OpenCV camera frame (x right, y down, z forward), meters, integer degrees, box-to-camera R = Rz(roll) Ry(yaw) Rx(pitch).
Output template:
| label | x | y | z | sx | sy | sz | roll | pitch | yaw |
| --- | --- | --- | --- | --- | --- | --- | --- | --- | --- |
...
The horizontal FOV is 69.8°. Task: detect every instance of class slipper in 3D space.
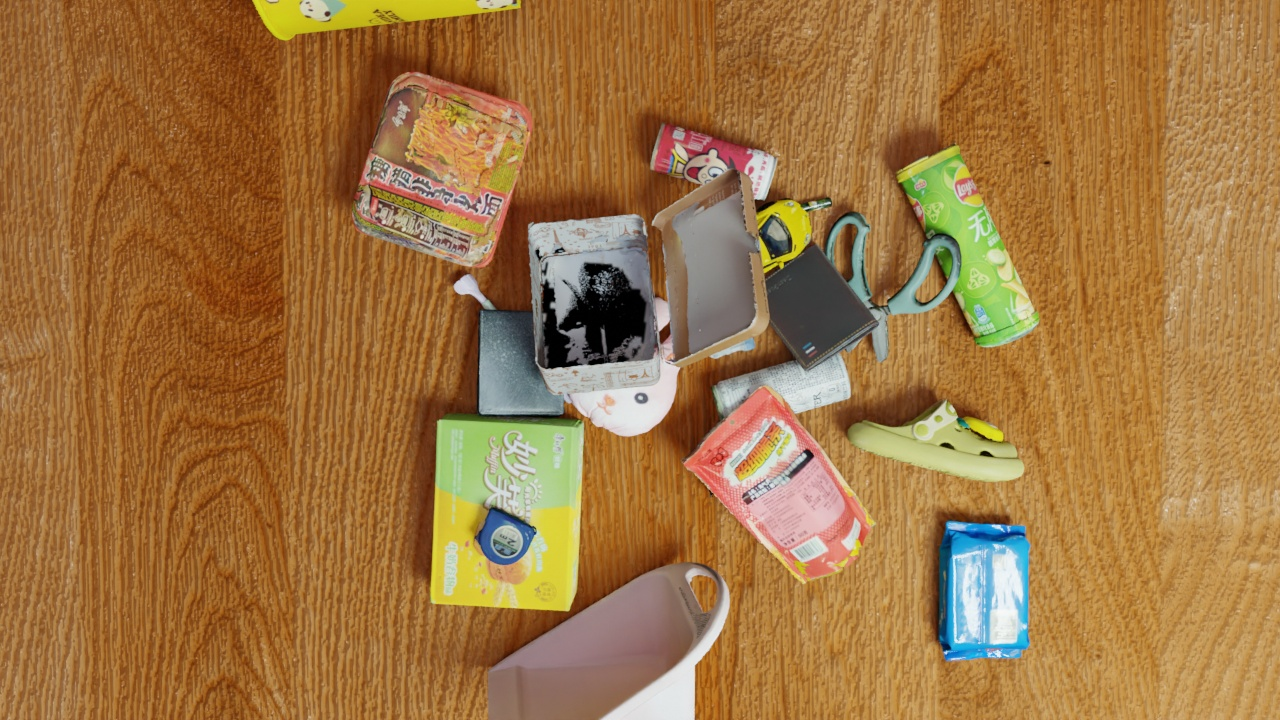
| label | x | y | z | sx | sy | sz | roll | pitch | yaw |
| --- | --- | --- | --- | --- | --- | --- | --- | --- | --- |
| slipper | 0.325 | 0.082 | 1.001 | 0.190 | 0.091 | 0.081 | 12 | 90 | 5 |

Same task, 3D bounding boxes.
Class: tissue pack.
| label | x | y | z | sx | sy | sz | roll | pitch | yaw |
| --- | --- | --- | --- | --- | --- | --- | --- | --- | --- |
| tissue pack | 0.381 | 0.256 | 1.023 | 0.095 | 0.052 | 0.157 | 0 | 92 | 0 |

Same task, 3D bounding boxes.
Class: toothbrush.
| label | x | y | z | sx | sy | sz | roll | pitch | yaw |
| --- | --- | --- | --- | --- | --- | --- | --- | --- | --- |
| toothbrush | -0.141 | -0.022 | 1.046 | 0.189 | 0.021 | 0.029 | 48 | 60 | -2 |
| toothbrush | 0.125 | -0.156 | 1.033 | 0.186 | 0.017 | 0.012 | -13 | 130 | 2 |

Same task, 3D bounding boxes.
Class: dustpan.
| label | x | y | z | sx | sy | sz | roll | pitch | yaw |
| --- | --- | --- | --- | --- | --- | --- | --- | --- | --- |
| dustpan | -0.042 | 0.306 | 0.963 | 0.273 | 0.222 | 0.139 | -7 | 104 | -11 |

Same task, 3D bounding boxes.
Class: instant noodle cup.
| label | x | y | z | sx | sy | sz | roll | pitch | yaw |
| --- | --- | --- | --- | --- | --- | --- | --- | --- | --- |
| instant noodle cup | -0.214 | -0.208 | 1.011 | 0.164 | 0.079 | 0.189 | 19 | 94 | 1 |

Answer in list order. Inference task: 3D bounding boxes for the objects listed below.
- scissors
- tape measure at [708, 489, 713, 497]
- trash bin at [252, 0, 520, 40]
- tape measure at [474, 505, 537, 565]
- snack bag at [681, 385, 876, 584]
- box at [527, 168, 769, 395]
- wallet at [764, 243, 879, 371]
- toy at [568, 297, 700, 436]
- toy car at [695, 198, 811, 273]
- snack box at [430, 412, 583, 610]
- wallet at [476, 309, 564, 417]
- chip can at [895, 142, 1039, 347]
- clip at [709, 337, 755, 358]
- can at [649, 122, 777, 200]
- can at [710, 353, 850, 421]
| label | x | y | z | sx | sy | sz | roll | pitch | yaw |
| --- | --- | --- | --- | --- | --- | --- | --- | --- | --- |
| scissors | 0.279 | -0.085 | 0.999 | 0.179 | 0.019 | 0.172 | -9 | 93 | 32 |
| tape measure | 0.101 | 0.115 | 1.036 | 0.066 | 0.033 | 0.066 | -14 | 92 | 1 |
| trash bin | -0.257 | -0.454 | 0.939 | 0.255 | 0.229 | 0.229 | -4 | 92 | -3 |
| tape measure | -0.145 | 0.189 | 0.980 | 0.058 | 0.025 | 0.054 | 26 | 95 | 5 |
| snack bag | 0.156 | 0.140 | 0.997 | 0.128 | 0.073 | 0.208 | -41 | 101 | 4 |
| box | 0.006 | -0.074 | 0.957 | 0.274 | 0.124 | 0.178 | -14 | 67 | 22 |
| wallet | 0.188 | -0.058 | 1.010 | 0.096 | 0.020 | 0.122 | -33 | 63 | 2 |
| toy | -0.006 | 0.006 | 1.028 | 0.121 | 0.054 | 0.159 | 38 | 85 | 3 |
| toy car | 0.119 | -0.123 | 1.013 | 0.156 | 0.041 | 0.071 | -29 | 109 | 2 |
| snack box | -0.148 | 0.168 | 1.027 | 0.158 | 0.070 | 0.210 | 3 | 93 | 2 |
| wallet | -0.133 | 0.003 | 1.024 | 0.097 | 0.019 | 0.120 | 2 | 83 | -15 |
| chip can | 0.357 | -0.122 | 0.999 | 0.072 | 0.072 | 0.221 | -26 | 91 | 2 |
| clip | 0.101 | -0.018 | 1.038 | 0.057 | 0.029 | 0.025 | -16 | 93 | -4 |
| can | 0.081 | -0.218 | 1.013 | 0.133 | 0.053 | 0.053 | 16 | 92 | 1 |
| can | 0.155 | 0.034 | 1.018 | 0.147 | 0.058 | 0.058 | -16 | 91 | 2 |
